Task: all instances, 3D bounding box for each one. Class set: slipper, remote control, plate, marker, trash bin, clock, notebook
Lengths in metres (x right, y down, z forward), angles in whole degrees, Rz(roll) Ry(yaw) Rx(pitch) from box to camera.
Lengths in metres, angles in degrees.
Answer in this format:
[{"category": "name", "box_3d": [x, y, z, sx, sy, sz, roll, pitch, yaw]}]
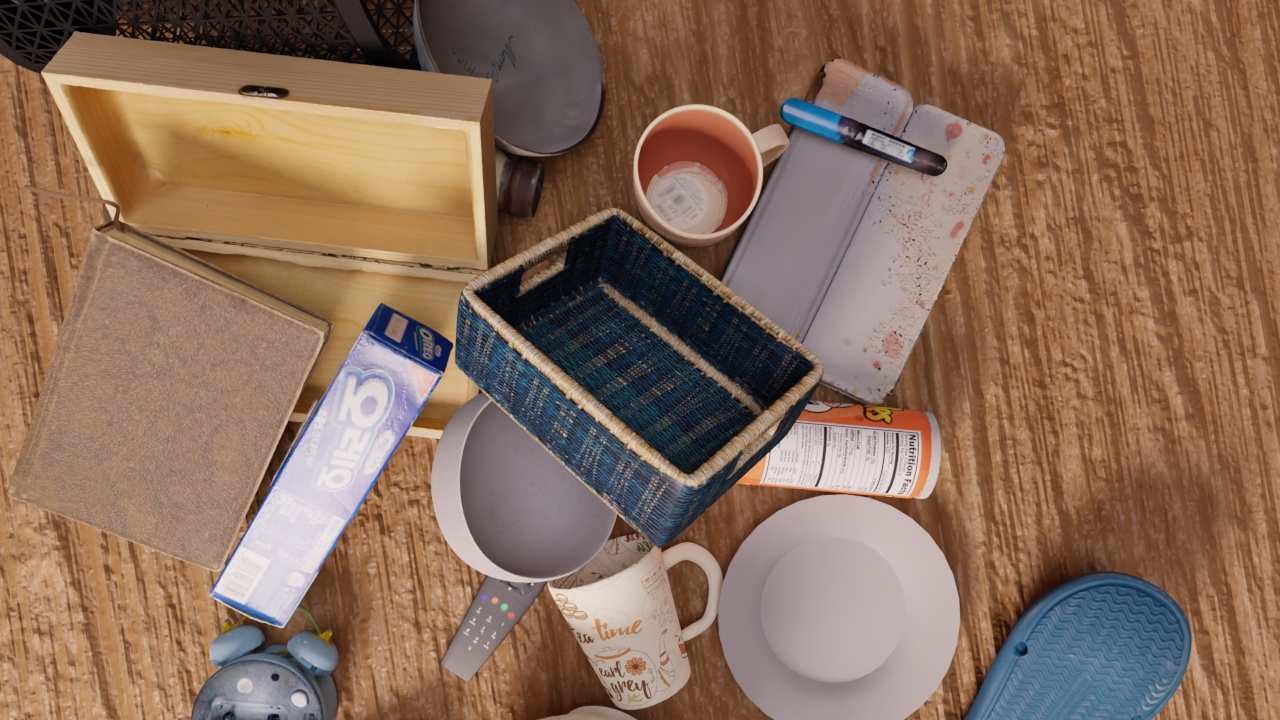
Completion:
[{"category": "slipper", "box_3d": [0.289, 0.237, 0.648, 0.104, 0.059, 0.214, 34, 102, 8]}, {"category": "remote control", "box_3d": [-0.099, 0.172, 0.662, 0.039, 0.010, 0.124, 34, 89, -1]}, {"category": "plate", "box_3d": [0.141, 0.183, 0.663, 0.173, 0.019, 0.172, 0, 89, -1]}, {"category": "marker", "box_3d": [0.155, -0.154, 0.638, 0.123, 0.015, 0.018, 20, 91, -4]}, {"category": "trash bin", "box_3d": [-0.280, -0.278, 0.575, 0.243, 0.217, 0.217, -6, 89, 5]}, {"category": "clock", "box_3d": [-0.257, 0.231, 0.637, 0.089, 0.051, 0.124, 4, 88, 0]}, {"category": "notebook", "box_3d": [-0.323, 0.020, 0.590, 0.190, 0.034, 0.216, 27, 111, -15]}]

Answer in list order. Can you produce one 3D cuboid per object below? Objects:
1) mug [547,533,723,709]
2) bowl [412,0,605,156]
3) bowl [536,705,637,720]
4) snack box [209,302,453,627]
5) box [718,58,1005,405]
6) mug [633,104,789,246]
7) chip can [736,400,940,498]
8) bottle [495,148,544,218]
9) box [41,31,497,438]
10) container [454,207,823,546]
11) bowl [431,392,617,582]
[{"category": "mug", "box_3d": [0.007, 0.174, 0.643, 0.121, 0.081, 0.097, -25, 98, -28]}, {"category": "bowl", "box_3d": [-0.099, -0.203, 0.630, 0.150, 0.057, 0.150, 13, 70, -39]}, {"category": "bowl", "box_3d": [-0.030, 0.285, 0.617, 0.177, 0.070, 0.178, 9, 123, 14]}, {"category": "snack box", "box_3d": [-0.202, 0.072, 0.599, 0.059, 0.059, 0.227, 30, 108, -14]}, {"category": "box", "box_3d": [0.153, -0.092, 0.661, 0.148, 0.043, 0.216, 26, 88, -5]}, {"category": "mug", "box_3d": [0.048, -0.125, 0.623, 0.111, 0.104, 0.085, -29, 90, -3]}, {"category": "chip can", "box_3d": [0.095, 0.057, 0.642, 0.210, 0.062, 0.062, 5, 89, -1]}, {"category": "bottle", "box_3d": [-0.150, -0.136, 0.642, 0.162, 0.056, 0.056, 13, 89, -1]}, {"category": "box", "box_3d": [-0.224, -0.072, 0.604, 0.247, 0.096, 0.261, 7, 118, -1]}, {"category": "container", "box_3d": [-0.003, 0.003, 0.574, 0.187, 0.071, 0.145, 39, 50, 19]}, {"category": "bowl", "box_3d": [-0.083, 0.082, 0.621, 0.131, 0.065, 0.131, 8, 78, -40]}]
